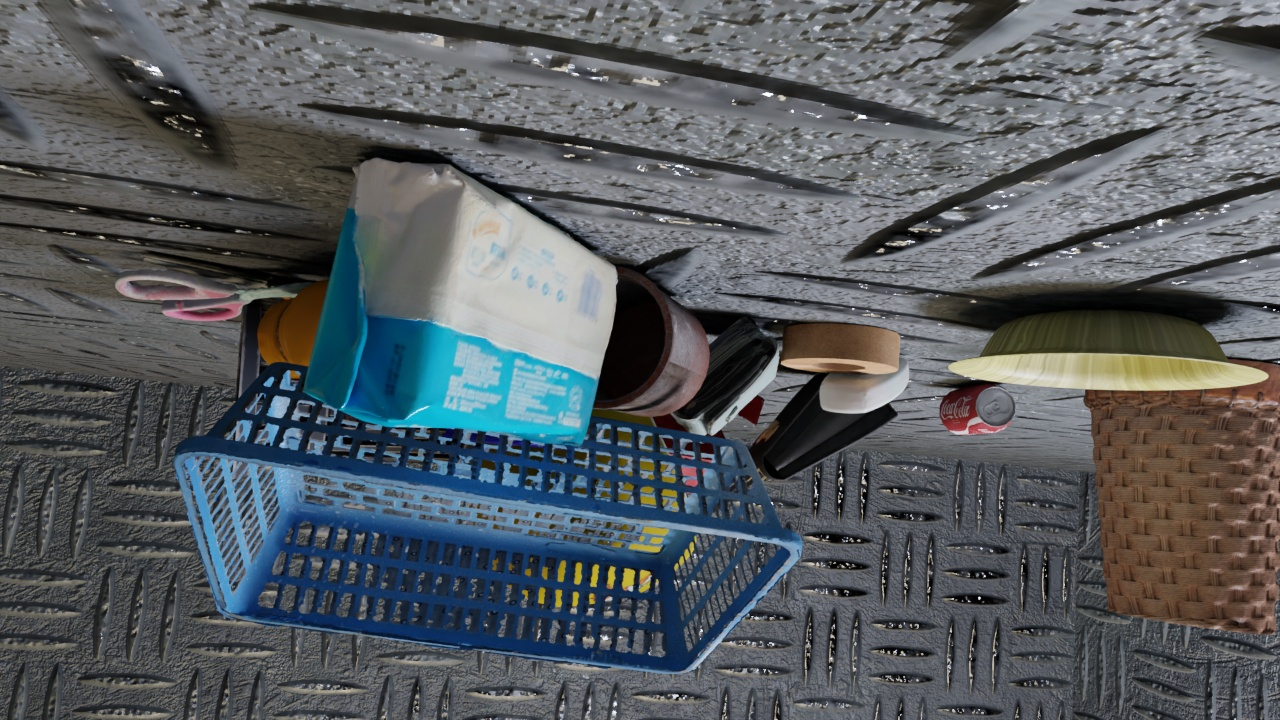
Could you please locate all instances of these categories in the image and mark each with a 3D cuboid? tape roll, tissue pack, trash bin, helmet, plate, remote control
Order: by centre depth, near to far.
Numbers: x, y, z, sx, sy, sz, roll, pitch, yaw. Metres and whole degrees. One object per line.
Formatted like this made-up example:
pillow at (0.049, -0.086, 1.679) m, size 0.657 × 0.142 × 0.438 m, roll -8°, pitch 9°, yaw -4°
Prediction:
tissue pack at (-0.076, -0.019, 0.471) m, size 0.066 × 0.117 × 0.209 m, roll 8°, pitch 175°, yaw 26°
plate at (0.301, -0.009, 0.604) m, size 0.184 × 0.036 × 0.184 m, roll 5°, pitch 174°, yaw 0°
tape roll at (0.162, -0.008, 0.747) m, size 0.094 × 0.027 × 0.094 m, roll 5°, pitch 173°, yaw 0°
trash bin at (0.451, 0.111, 0.766) m, size 0.151 × 0.210 × 0.151 m, roll 5°, pitch 173°, yaw 1°
remote control at (0.198, 0.021, 0.813) m, size 0.060 × 0.028 × 0.114 m, roll 3°, pitch -164°, yaw 32°
helmet at (-0.084, 0.134, 0.837) m, size 0.139 × 0.209 × 0.241 m, roll -8°, pitch 159°, yaw -49°
trash bin at (-0.266, 0.033, 0.887) m, size 0.227 × 0.164 × 0.164 m, roll 4°, pitch 174°, yaw -24°

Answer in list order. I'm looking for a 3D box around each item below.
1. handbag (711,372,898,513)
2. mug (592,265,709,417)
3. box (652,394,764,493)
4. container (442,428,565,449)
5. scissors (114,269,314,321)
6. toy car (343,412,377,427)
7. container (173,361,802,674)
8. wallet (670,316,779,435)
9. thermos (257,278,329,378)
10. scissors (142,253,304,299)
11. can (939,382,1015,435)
handbag at (0.147, 0.096, 0.957) m, size 0.195 × 0.072 × 0.176 m, roll -39°, pitch 175°, yaw -4°
mug at (-0.023, -0.008, 0.619) m, size 0.123 × 0.096 × 0.110 m, roll 0°, pitch 168°, yaw 19°
box at (0.018, 0.062, 0.956) m, size 0.157 × 0.127 × 0.137 m, roll 10°, pitch -162°, yaw -30°
container at (-0.095, 0.009, 0.717) m, size 0.085 × 0.113 × 0.085 m, roll 1°, pitch 172°, yaw 32°
scissors at (-0.307, -0.054, 0.687) m, size 0.179 × 0.016 × 0.101 m, roll -3°, pitch 161°, yaw 21°
toy car at (-0.172, 0.004, 0.774) m, size 0.169 × 0.070 × 0.062 m, roll -13°, pitch -161°, yaw -28°
container at (-0.103, 0.116, 0.632) m, size 0.362 × 0.089 × 0.258 m, roll 11°, pitch 142°, yaw -10°
wallet at (0.069, 0.020, 0.758) m, size 0.100 × 0.054 × 0.131 m, roll -38°, pitch 169°, yaw 1°
thermos at (-0.173, -0.016, 0.613) m, size 0.233 × 0.091 × 0.076 m, roll -5°, pitch 172°, yaw 40°
scissors at (-0.269, -0.056, 0.726) m, size 0.114 × 0.016 × 0.228 m, roll -2°, pitch 168°, yaw 41°
can at (0.371, 0.054, 1.011) m, size 0.054 × 0.054 × 0.096 m, roll 5°, pitch 173°, yaw -2°
